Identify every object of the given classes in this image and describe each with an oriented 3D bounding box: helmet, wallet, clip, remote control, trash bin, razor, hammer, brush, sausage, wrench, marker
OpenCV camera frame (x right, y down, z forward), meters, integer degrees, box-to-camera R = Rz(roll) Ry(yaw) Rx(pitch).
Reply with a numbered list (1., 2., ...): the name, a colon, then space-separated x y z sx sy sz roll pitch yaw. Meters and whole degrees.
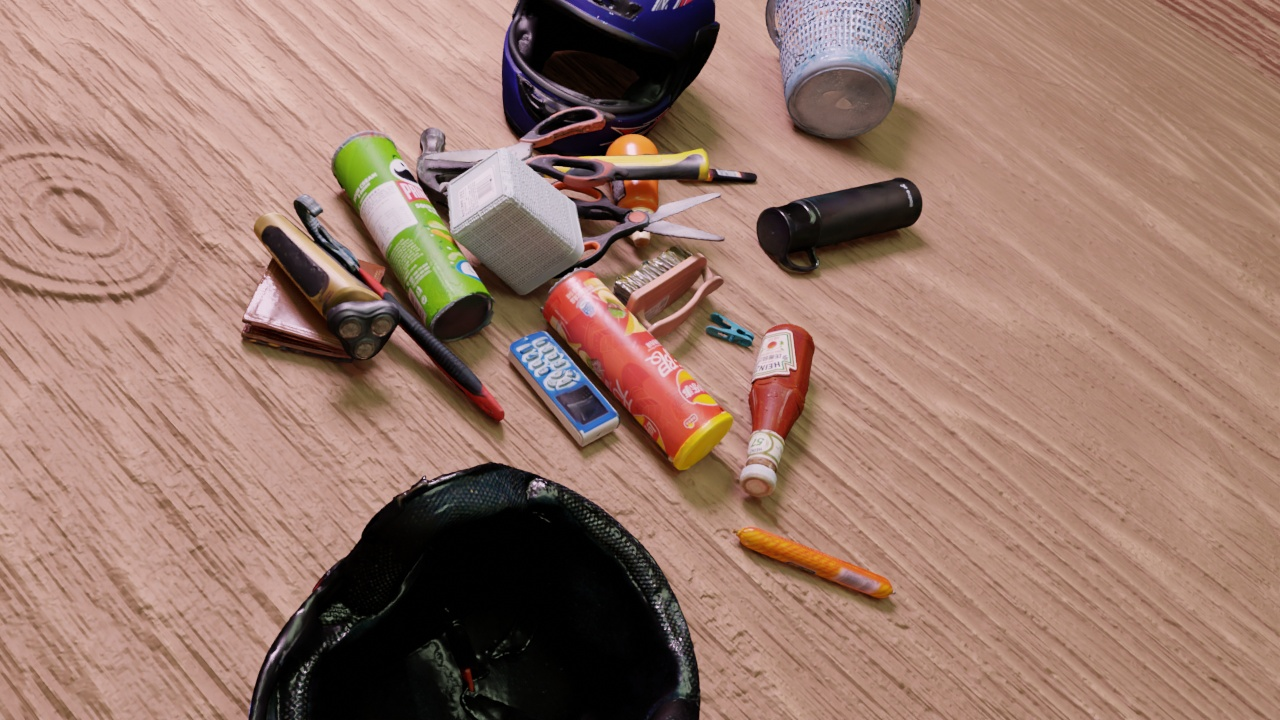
1. helmet: -0.036 -0.420 1.132 0.247 0.241 0.314 28 47 3
2. wallet: -0.299 -0.058 0.851 0.101 0.032 0.124 17 47 -13
3. clip: 0.100 -0.032 1.012 0.055 0.013 0.038 24 47 -3
4. remote control: -0.075 0.026 0.878 0.048 0.024 0.125 -26 64 -37
5. trash bin: 0.288 -0.440 1.327 0.226 0.227 0.194 15 60 -11
6. razor: -0.284 -0.072 0.813 0.167 0.062 0.067 43 15 16
7. hammer: -0.085 -0.211 1.020 0.323 0.032 0.126 -2 53 -5
8. brush: 0.029 -0.073 0.984 0.073 0.063 0.145 39 45 17
9. helmet: -0.100 0.207 0.572 0.274 0.231 0.233 -30 74 -30
10. sausage: 0.161 0.186 0.845 0.165 0.022 0.021 22 46 -5
11. wrench: -0.220 -0.045 0.838 0.273 0.056 0.016 47 65 0
12. marker: 0.100 -0.240 1.191 0.123 0.015 0.018 -4 55 -29

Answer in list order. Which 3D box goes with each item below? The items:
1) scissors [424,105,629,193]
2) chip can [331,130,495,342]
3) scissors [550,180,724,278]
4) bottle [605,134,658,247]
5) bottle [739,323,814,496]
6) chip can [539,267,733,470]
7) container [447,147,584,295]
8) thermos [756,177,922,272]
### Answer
1. scissors: -0.115 -0.226 0.999 0.226 0.015 0.188 16 53 8
2. chip can: -0.228 -0.124 0.909 0.072 0.072 0.236 -18 61 -34
3. scissors: -0.026 -0.146 1.004 0.221 0.022 0.228 31 58 29
4. bottle: -0.005 -0.195 1.078 0.066 0.067 0.149 6 57 -19
5. bottle: 0.135 0.048 0.927 0.060 0.060 0.205 24 47 -3
6. chip can: -0.005 0.005 0.894 0.073 0.073 0.216 -26 65 -38
7. container: -0.129 -0.141 0.920 0.111 0.090 0.090 37 31 -46
8. thermos: 0.259 -0.173 1.176 0.241 0.069 0.090 -18 93 -32
